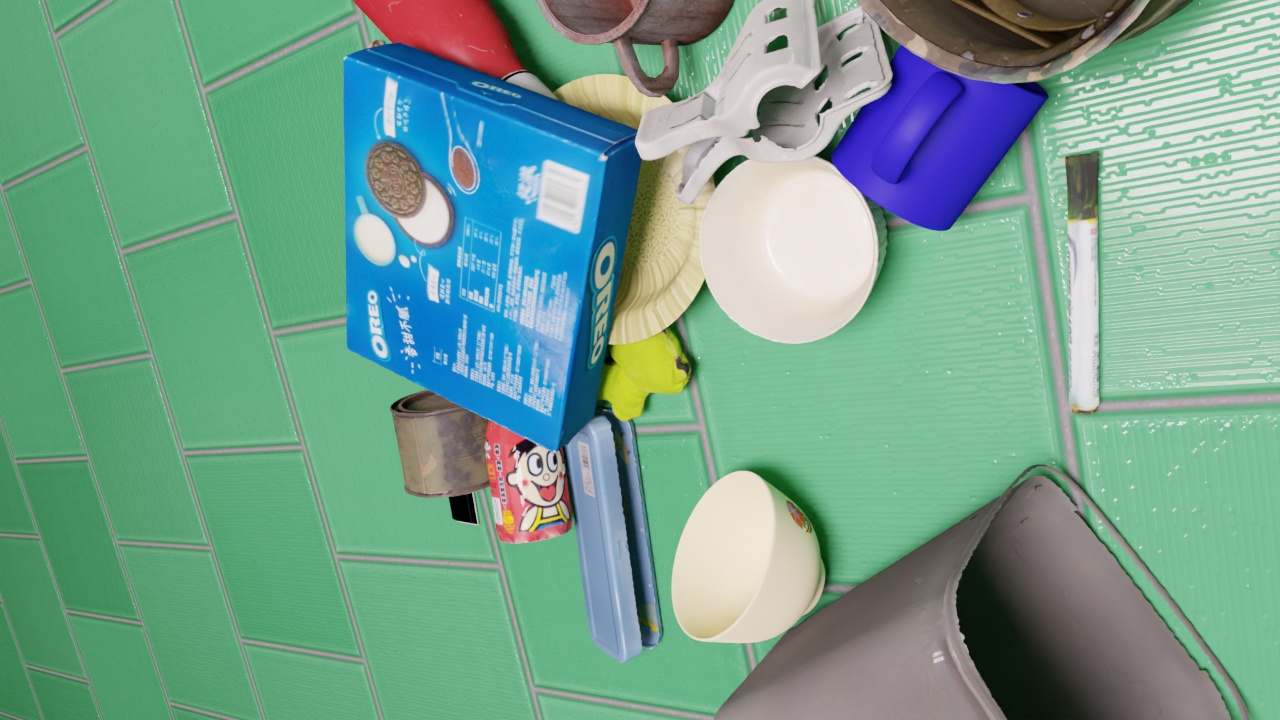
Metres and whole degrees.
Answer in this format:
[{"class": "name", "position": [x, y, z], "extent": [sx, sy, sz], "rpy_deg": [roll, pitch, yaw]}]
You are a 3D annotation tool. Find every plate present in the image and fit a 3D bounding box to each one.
[{"class": "plate", "position": [-0.017, -0.106, 0.653], "extent": [0.185, 0.036, 0.184], "rpy_deg": [9, 106, 34]}]

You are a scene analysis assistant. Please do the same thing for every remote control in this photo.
[{"class": "remote control", "position": [-0.170, 0.093, 0.840], "extent": [0.028, 0.011, 0.124], "rpy_deg": [2, 106, 34]}]

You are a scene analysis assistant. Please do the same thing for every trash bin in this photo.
[{"class": "trash bin", "position": [0.180, 0.211, 0.534], "extent": [0.197, 0.196, 0.221], "rpy_deg": [54, 132, 7]}]

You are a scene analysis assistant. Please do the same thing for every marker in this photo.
[{"class": "marker", "position": [0.245, -0.041, 0.508], "extent": [0.017, 0.017, 0.146], "rpy_deg": [2, 105, 34]}]

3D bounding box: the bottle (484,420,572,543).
[{"class": "bottle", "position": [-0.093, 0.073, 0.737], "extent": [0.062, 0.061, 0.137], "rpy_deg": [-6, 93, 36]}]

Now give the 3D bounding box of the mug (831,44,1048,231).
[{"class": "mug", "position": [0.153, -0.123, 0.487], "extent": [0.079, 0.111, 0.084], "rpy_deg": [39, 123, 13]}]

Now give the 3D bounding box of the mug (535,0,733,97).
[{"class": "mug", "position": [0.003, -0.224, 0.563], "extent": [0.096, 0.110, 0.123], "rpy_deg": [-3, 103, 40]}]

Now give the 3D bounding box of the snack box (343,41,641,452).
[{"class": "snack box", "position": [-0.112, -0.073, 0.637], "extent": [0.196, 0.056, 0.239], "rpy_deg": [25, 128, 16]}]

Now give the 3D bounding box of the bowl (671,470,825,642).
[{"class": "bowl", "position": [0.085, 0.144, 0.636], "extent": [0.074, 0.117, 0.118], "rpy_deg": [24, 128, -22]}]

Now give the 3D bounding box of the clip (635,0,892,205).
[{"class": "clip", "position": [0.062, -0.156, 0.519], "extent": [0.151, 0.125, 0.089], "rpy_deg": [-20, 121, 23]}]

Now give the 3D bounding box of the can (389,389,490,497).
[{"class": "can", "position": [-0.161, 0.065, 0.776], "extent": [0.090, 0.089, 0.074], "rpy_deg": [1, 105, 34]}]

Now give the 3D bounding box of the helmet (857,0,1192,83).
[{"class": "helmet", "position": [0.154, -0.233, 0.374], "extent": [0.193, 0.235, 0.224], "rpy_deg": [7, 121, 58]}]

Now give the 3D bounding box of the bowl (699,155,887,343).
[{"class": "bowl", "position": [0.101, -0.073, 0.569], "extent": [0.115, 0.062, 0.115], "rpy_deg": [11, 110, 31]}]

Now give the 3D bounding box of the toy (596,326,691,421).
[{"class": "toy", "position": [-0.004, 0.004, 0.684], "extent": [0.094, 0.036, 0.094], "rpy_deg": [36, 127, 28]}]

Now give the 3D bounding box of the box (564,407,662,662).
[{"class": "box", "position": [-0.021, 0.139, 0.750], "extent": [0.067, 0.052, 0.210], "rpy_deg": [10, 110, 55]}]

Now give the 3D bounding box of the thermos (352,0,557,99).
[{"class": "thermos", "position": [-0.140, -0.240, 0.661], "extent": [0.240, 0.073, 0.073], "rpy_deg": [48, 125, 20]}]

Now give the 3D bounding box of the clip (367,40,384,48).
[{"class": "clip", "position": [-0.217, -0.234, 0.763], "extent": [0.049, 0.025, 0.061], "rpy_deg": [-3, 96, 31]}]
